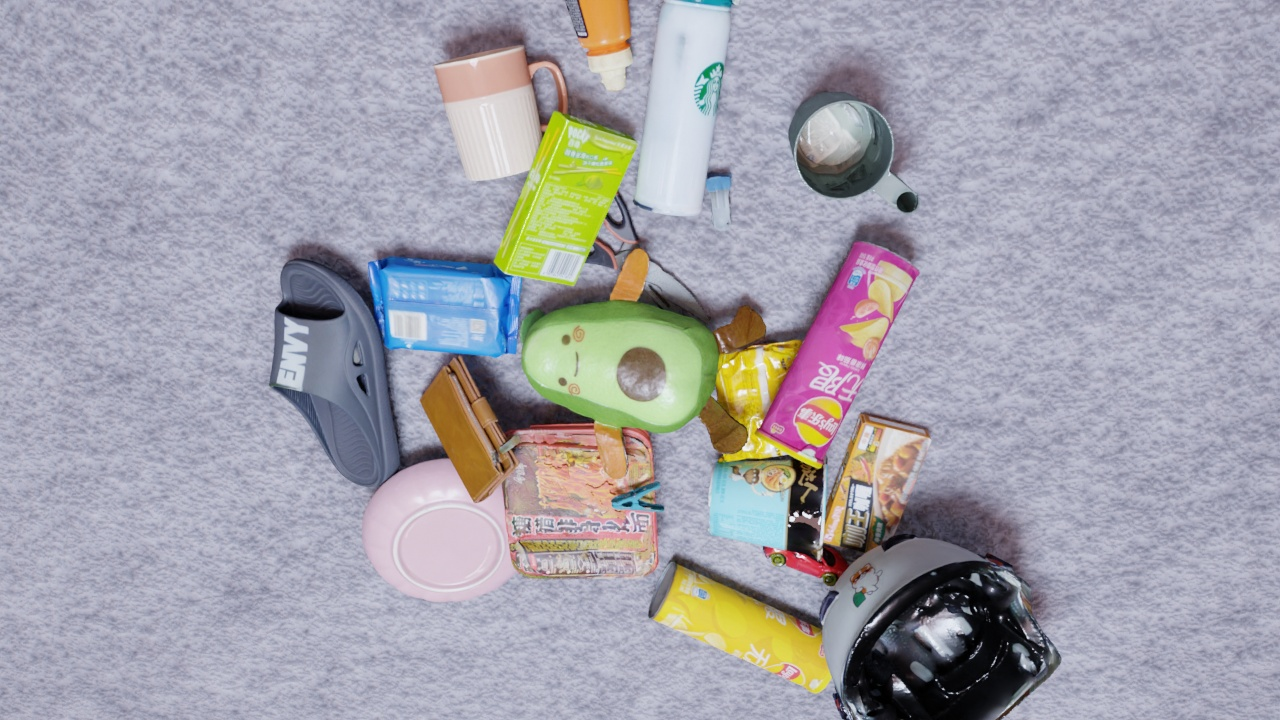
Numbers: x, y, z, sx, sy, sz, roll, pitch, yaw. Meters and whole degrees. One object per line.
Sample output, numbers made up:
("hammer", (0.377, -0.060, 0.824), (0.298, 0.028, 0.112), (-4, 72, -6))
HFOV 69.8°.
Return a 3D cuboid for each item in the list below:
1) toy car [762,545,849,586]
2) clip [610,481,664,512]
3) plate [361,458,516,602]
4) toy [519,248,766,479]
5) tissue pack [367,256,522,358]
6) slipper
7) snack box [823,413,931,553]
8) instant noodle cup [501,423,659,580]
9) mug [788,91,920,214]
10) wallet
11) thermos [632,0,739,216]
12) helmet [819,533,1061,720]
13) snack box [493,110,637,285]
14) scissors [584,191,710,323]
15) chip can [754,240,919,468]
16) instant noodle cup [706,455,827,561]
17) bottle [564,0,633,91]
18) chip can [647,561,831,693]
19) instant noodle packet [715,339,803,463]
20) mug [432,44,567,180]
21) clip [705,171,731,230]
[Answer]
("toy car", (0.186, 0.215, 1.015), (0.106, 0.049, 0.031), (23, 114, -3))
("clip", (-0.004, 0.142, 0.939), (0.054, 0.013, 0.033), (-8, 113, 1))
("plate", (-0.213, 0.200, 1.025), (0.192, 0.039, 0.193), (-4, 117, -9))
("toy", (-0.005, 0.005, 0.900), (0.247, 0.090, 0.227), (7, 88, 5))
("tissue pack", (-0.198, -0.056, 0.937), (0.157, 0.052, 0.095), (5, 115, 3))
("slipper", (-0.323, 0.029, 0.951), (0.111, 0.083, 0.268), (6, 119, 26))
("snack box", (0.250, 0.136, 0.988), (0.075, 0.026, 0.154), (14, 113, 0))
("instant noodle cup", (-0.064, 0.143, 0.991), (0.164, 0.079, 0.189), (-1, 112, 4))
("mug", (0.191, -0.183, 0.822), (0.124, 0.103, 0.084), (36, 110, -11))
("wallet", (-0.177, 0.071, 0.946), (0.119, 0.035, 0.130), (-42, 73, 47))
("thermos", (0.043, -0.247, 0.828), (0.073, 0.073, 0.224), (9, 112, 1))
("helmet", (0.290, 0.284, 0.967), (0.230, 0.157, 0.274), (-45, 117, 2))
("snack box", (-0.071, -0.148, 0.860), (0.085, 0.026, 0.157), (5, 120, -41))
("scissors", (-0.025, -0.102, 0.923), (0.206, 0.015, 0.202), (-2, 112, 5))
("chip can", (0.187, -0.006, 0.877), (0.071, 0.071, 0.210), (26, 92, -6))
("instant noodle cup", (0.133, 0.151, 0.969), (0.120, 0.111, 0.111), (4, 112, 10))
("bottle", (-0.037, -0.314, 0.815), (0.067, 0.066, 0.150), (-8, 119, 8))
("chip can", (0.118, 0.303, 1.046), (0.213, 0.072, 0.072), (26, 112, -4))
("instant noodle packet", (0.128, 0.044, 0.943), (0.111, 0.044, 0.128), (-5, 97, 14))
("mug", (-0.122, -0.233, 0.850), (0.114, 0.082, 0.106), (-20, 114, -19))
("clip", (0.078, -0.154, 0.891), (0.026, 0.042, 0.058), (-5, 114, 5))
